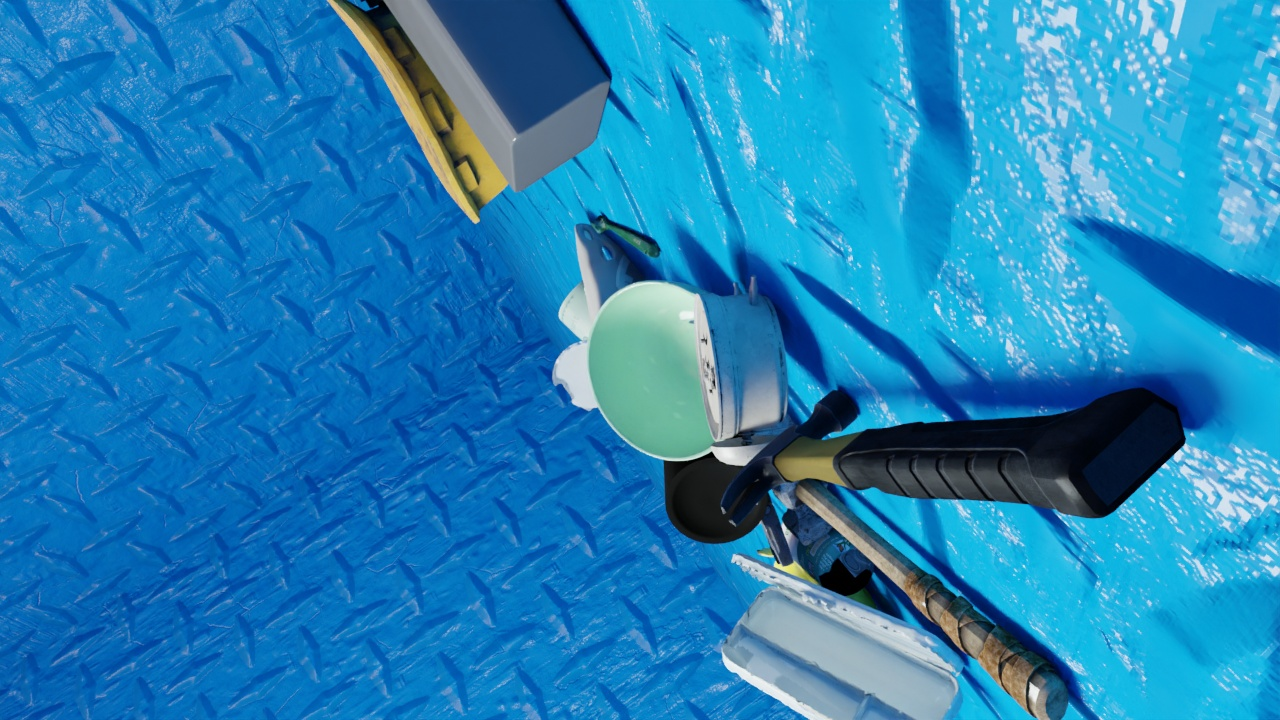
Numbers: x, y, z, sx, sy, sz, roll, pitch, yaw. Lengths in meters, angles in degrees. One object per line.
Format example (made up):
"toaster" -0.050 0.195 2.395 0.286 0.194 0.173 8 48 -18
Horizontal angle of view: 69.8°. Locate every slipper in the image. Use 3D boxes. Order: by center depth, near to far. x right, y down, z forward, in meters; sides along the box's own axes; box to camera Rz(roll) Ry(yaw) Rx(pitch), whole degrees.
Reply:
"slipper" -0.019 -0.072 1.026 0.265 0.080 0.113 -108 12 -54

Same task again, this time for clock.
"clock" 0.076 0.022 0.642 0.103 0.061 0.157 -149 51 -87

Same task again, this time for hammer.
"hammer" 0.121 0.049 0.453 0.025 0.117 0.333 53 168 -2
"hammer" 0.186 0.148 0.680 0.121 0.049 0.319 63 169 -29

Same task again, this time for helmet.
"helmet" -0.185 -0.279 0.923 0.255 0.131 0.205 60 172 -24

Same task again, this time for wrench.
"wrench" 0.112 0.123 0.898 0.273 0.022 0.073 -101 -11 -68

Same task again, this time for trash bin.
"trash bin" -0.128 -0.267 0.737 0.220 0.097 0.192 56 173 -2

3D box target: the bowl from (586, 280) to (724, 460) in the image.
"bowl" 0.035 0.002 0.766 0.151 0.151 0.076 56 -144 9

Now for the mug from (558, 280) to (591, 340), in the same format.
"mug" -0.041 -0.056 1.166 0.104 0.084 0.111 44 163 19

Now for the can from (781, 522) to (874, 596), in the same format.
"can" 0.170 0.174 0.848 0.055 0.055 0.101 59 173 -17

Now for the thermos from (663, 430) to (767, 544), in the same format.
"thermos" 0.063 0.077 0.855 0.086 0.086 0.198 59 -168 -21

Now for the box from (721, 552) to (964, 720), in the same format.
"box" 0.159 0.231 0.779 0.215 0.106 0.127 18 140 38

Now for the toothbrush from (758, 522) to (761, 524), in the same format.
"toothbrush" 0.100 0.122 1.227 0.222 0.027 0.027 57 159 8

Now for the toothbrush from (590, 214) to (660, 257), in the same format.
"toothbrush" -0.019 -0.127 0.943 0.016 0.017 0.190 59 173 -24

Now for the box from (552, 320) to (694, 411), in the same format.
"box" -0.006 0.005 0.866 0.092 0.166 0.083 -106 -10 -66

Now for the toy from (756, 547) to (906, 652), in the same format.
"toy" 0.210 0.271 0.911 0.214 0.084 0.149 54 172 38
